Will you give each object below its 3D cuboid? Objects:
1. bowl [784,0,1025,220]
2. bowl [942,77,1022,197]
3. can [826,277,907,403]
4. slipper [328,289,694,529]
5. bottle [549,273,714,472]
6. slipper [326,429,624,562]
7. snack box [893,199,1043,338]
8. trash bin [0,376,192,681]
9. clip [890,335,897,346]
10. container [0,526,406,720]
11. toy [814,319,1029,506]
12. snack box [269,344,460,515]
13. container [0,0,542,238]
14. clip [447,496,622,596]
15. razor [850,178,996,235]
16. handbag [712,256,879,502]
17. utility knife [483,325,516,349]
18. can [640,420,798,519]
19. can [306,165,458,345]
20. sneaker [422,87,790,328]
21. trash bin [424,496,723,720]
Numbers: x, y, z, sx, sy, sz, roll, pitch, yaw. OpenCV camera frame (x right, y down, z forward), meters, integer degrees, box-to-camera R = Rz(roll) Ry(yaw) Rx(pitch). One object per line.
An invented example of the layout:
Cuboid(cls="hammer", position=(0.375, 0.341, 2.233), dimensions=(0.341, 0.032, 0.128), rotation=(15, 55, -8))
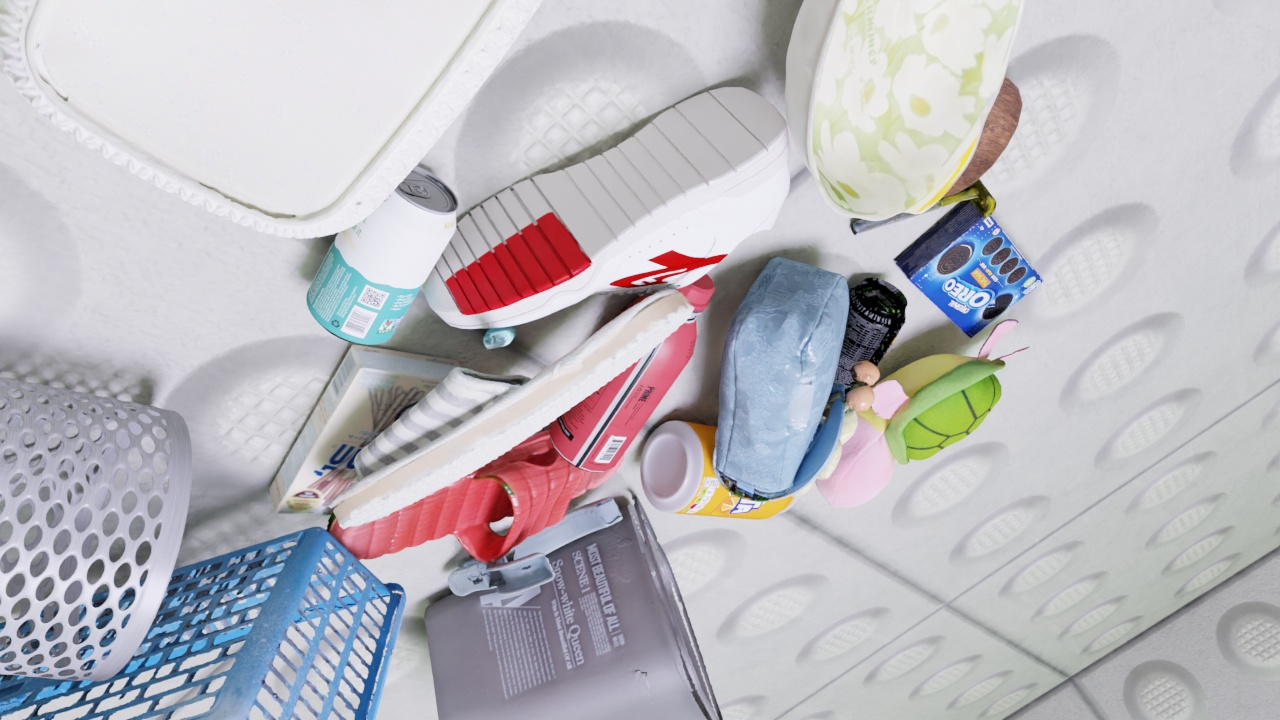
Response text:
Cuboid(cls="bowl", position=(0.144, -0.181, 0.539), dimensions=(0.188, 0.060, 0.219), rotation=(-47, 142, -8))
Cuboid(cls="bowl", position=(0.214, -0.163, 0.652), dimensions=(0.114, 0.026, 0.102), rotation=(-2, 134, -29))
Cuboid(cls="can", position=(0.177, -0.004, 0.784), dimensions=(0.053, 0.054, 0.138), rotation=(-4, 136, -28))
Cuboid(cls="slipper", position=(-0.087, 0.026, 0.600), dimensions=(0.273, 0.054, 0.114), rotation=(-31, 168, 9))
Cuboid(cls="bottle", position=(-0.004, 0.004, 0.678), dimensions=(0.062, 0.062, 0.177), rotation=(7, 130, -37))
Cuboid(cls="slipper", position=(-0.115, 0.117, 0.722), dimensions=(0.248, 0.059, 0.104), rotation=(-13, 143, -32))
Cuboid(cls="snack box", position=(0.286, -0.075, 0.793), dimensions=(0.082, 0.027, 0.150), rotation=(-44, 139, 19))
Cuboid(cls="trash bin", position=(-0.360, 0.079, 0.476), dimensions=(0.183, 0.156, 0.157), rotation=(22, 120, -42))
Cuboid(cls="clip", position=(0.210, -0.015, 0.820), dimensions=(0.048, 0.046, 0.054), rotation=(13, 134, 2))
Cuboid(cls="container", position=(-0.346, 0.227, 0.562), dimensions=(0.362, 0.257, 0.089), rotation=(-17, 110, 1))
Cuboid(cls="toy", position=(0.259, 0.048, 0.860), dimensions=(0.238, 0.087, 0.190), rotation=(-37, 161, 8))
Cuboid(cls="snack box", position=(-0.193, 0.055, 0.648), dimensions=(0.081, 0.026, 0.150), rotation=(11, 128, -42))
Cuboid(cls="container", position=(-0.125, -0.169, 0.347), dimensions=(0.184, 0.143, 0.252), rotation=(31, 114, -32))
Cuboid(cls="clip", position=(-0.079, 0.157, 0.799), dimensions=(0.163, 0.030, 0.173), rotation=(-25, -178, -38))
Cuboid(cls="razor", position=(0.213, -0.117, 0.703), dimensions=(0.106, 0.042, 0.026), rotation=(-17, 143, 0))
Cuboid(cls="handbag", position=(0.122, 0.021, 0.718), dimensions=(0.119, 0.121, 0.192), rotation=(17, 133, 13))
Cuboid(cls="utility knife", position=(-0.089, -0.015, 0.568), dimensions=(0.022, 0.147, 0.015), rotation=(-12, 95, -6))
Cuboid(cls="can", position=(0.074, 0.100, 0.818), dimensions=(0.142, 0.079, 0.079), rotation=(12, 127, -40))
Cuboid(cls="can", position=(-0.148, -0.060, 0.526), dimensions=(0.054, 0.055, 0.102), rotation=(13, 126, -40))
Cuboid(cls="sneaker", position=(-0.012, -0.070, 0.576), dimensions=(0.236, 0.090, 0.104), rotation=(-31, 143, -5))
Cuboid(cls="trash bin", position=(-0.063, 0.275, 0.855), dimensions=(0.220, 0.197, 0.198), rotation=(-21, 141, 0))
